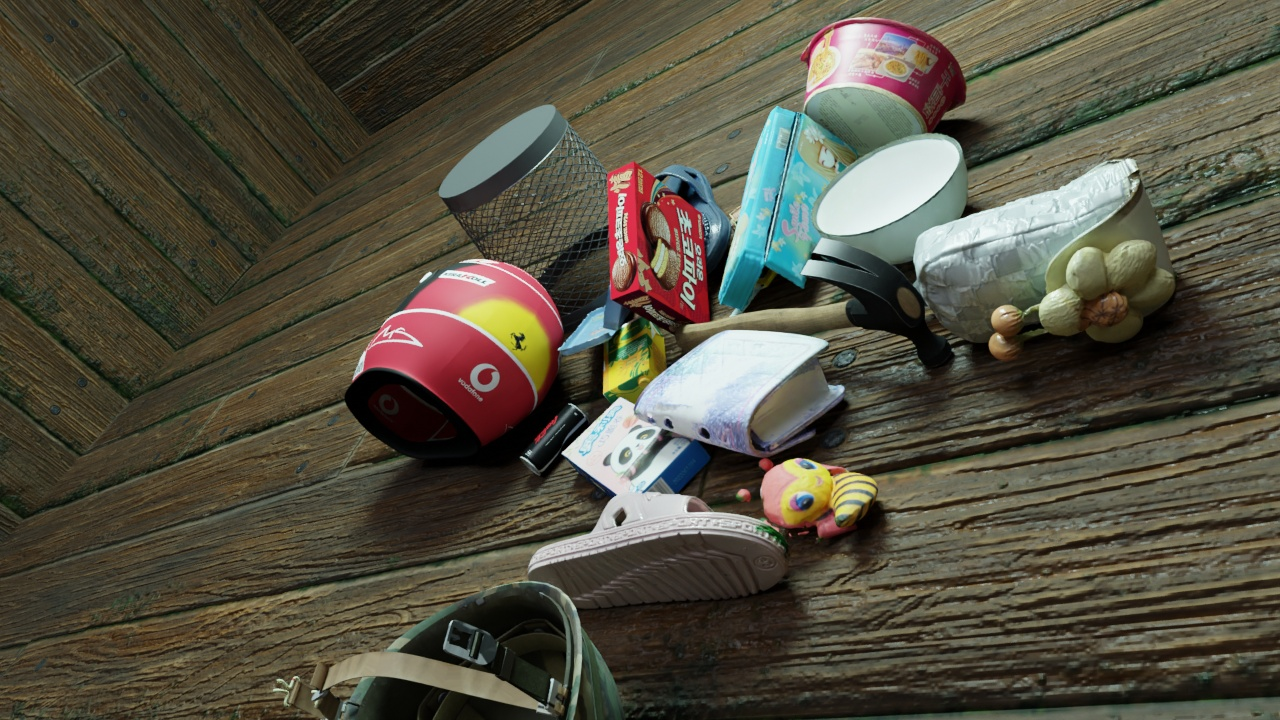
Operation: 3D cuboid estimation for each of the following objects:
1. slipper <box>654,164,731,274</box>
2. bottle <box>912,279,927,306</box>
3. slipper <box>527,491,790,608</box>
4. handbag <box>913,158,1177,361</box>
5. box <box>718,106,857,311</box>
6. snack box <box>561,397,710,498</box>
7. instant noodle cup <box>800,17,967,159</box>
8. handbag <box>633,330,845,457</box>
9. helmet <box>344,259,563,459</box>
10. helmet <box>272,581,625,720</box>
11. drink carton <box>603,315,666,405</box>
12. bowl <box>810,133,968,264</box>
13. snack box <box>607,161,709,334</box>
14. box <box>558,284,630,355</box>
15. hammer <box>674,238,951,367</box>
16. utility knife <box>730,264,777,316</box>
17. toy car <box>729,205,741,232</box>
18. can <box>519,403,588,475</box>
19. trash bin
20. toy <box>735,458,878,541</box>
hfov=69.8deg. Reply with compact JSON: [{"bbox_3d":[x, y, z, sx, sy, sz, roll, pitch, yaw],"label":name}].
[{"bbox_3d":[0.040,-0.187,1.161,0.101,0.082,0.263,-61,22,20],"label":"slipper"},{"bbox_3d":[0.279,-0.074,0.792,0.113,0.047,0.046,-26,31,22],"label":"bottle"},{"bbox_3d":[0.008,0.146,0.734,0.240,0.094,0.064,-20,38,36],"label":"slipper"},{"bbox_3d":[0.298,-0.061,0.690,0.172,0.112,0.123,-17,42,33],"label":"handbag"},{"bbox_3d":[0.170,-0.158,1.002,0.097,0.117,0.226,106,180,-59],"label":"box"},{"bbox_3d":[-0.007,0.093,0.892,0.088,0.033,0.154,-44,29,-13],"label":"snack box"},{"bbox_3d":[0.258,-0.289,1.020,0.179,0.178,0.077,3,65,51],"label":"instant noodle cup"},{"bbox_3d":[0.087,0.033,0.820,0.126,0.069,0.159,-35,25,-27],"label":"handbag"},{"bbox_3d":[-0.208,-0.011,1.103,0.272,0.197,0.224,-14,36,51],"label":"helmet"},{"bbox_3d":[-0.109,0.239,0.575,0.193,0.236,0.223,-15,25,28],"label":"helmet"},{"bbox_3d":[-0.006,0.006,1.008,0.058,0.041,0.122,-29,29,16],"label":"drink carton"},{"bbox_3d":[0.253,-0.148,0.903,0.154,0.073,0.153,-29,29,18],"label":"bowl"},{"bbox_3d":[0.021,-0.116,0.999,0.036,0.132,0.151,-18,62,32],"label":"snack box"},{"bbox_3d":[-0.031,-0.064,1.073,0.122,0.047,0.209,-53,3,18],"label":"box"},{"bbox_3d":[0.129,-0.037,0.860,0.306,0.132,0.040,-7,44,57],"label":"hammer"},{"bbox_3d":[0.147,-0.103,1.023,0.031,0.019,0.227,-1,48,56],"label":"utility knife"},{"bbox_3d":[0.131,-0.166,1.094,0.047,0.047,0.111,-37,28,9],"label":"toy car"},{"bbox_3d":[-0.094,0.086,1.000,0.080,0.031,0.032,-48,30,-18],"label":"can"},{"bbox_3d":[-0.124,-0.191,1.231,0.218,0.227,0.217,-28,30,18],"label":"trash bin"},{"bbox_3d":[0.132,0.104,0.704,0.104,0.046,0.084,3,26,38],"label":"toy"}]
